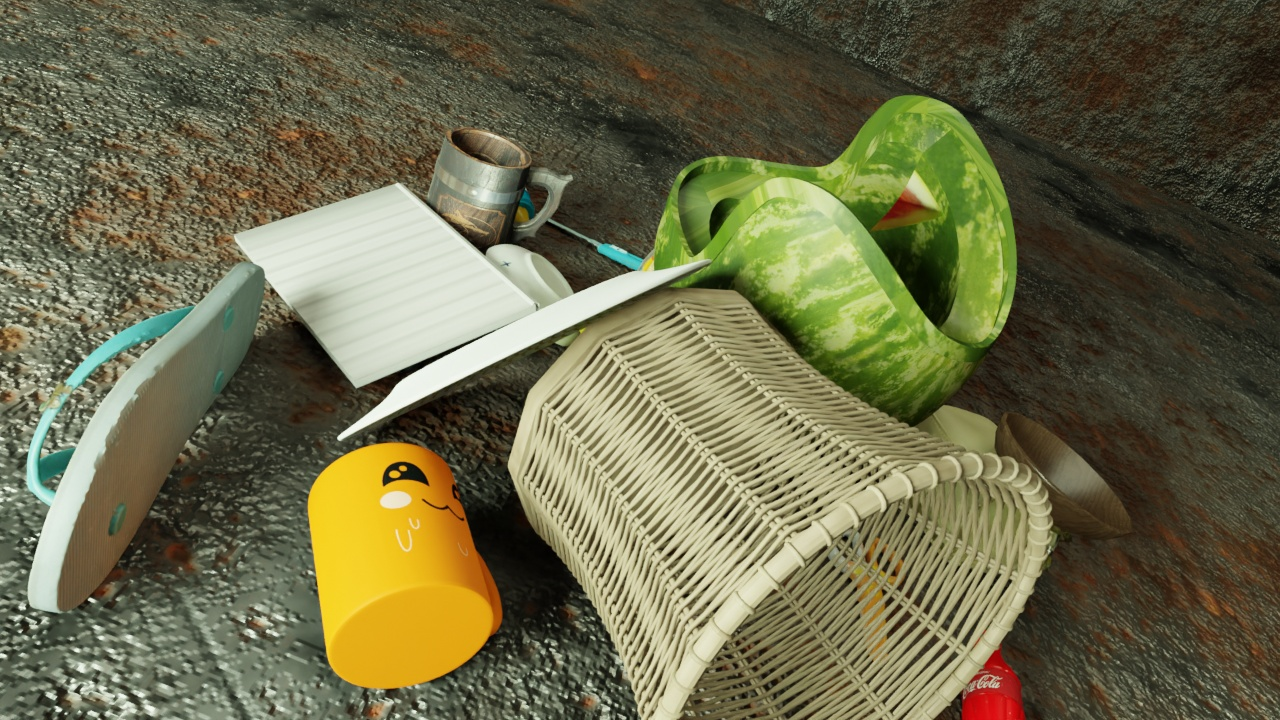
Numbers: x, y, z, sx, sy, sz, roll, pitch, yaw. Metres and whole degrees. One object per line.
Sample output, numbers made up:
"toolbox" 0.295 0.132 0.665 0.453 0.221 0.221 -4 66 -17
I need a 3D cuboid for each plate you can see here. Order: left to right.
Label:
"plate" -0.070 -0.013 0.553 0.241 0.243 0.016 -29 94 -54
"plate" -0.081 -0.060 0.753 0.104 0.026 0.104 45 17 -18

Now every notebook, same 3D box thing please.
"notebook" -0.193 -0.067 0.685 0.142 0.009 0.210 -26 48 -30

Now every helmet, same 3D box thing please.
"helmet" 0.132 -0.052 0.682 0.212 0.248 0.243 -39 107 -35

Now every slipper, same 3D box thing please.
"slipper" -0.264 0.013 0.488 0.054 0.098 0.268 18 30 -12

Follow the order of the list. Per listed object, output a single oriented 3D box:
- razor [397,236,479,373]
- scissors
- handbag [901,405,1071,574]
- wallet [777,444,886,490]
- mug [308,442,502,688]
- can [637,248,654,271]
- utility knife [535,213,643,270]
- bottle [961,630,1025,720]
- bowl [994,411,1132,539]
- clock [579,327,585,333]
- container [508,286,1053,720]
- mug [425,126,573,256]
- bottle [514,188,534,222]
"razor" -0.160 -0.042 0.702 0.067 0.054 0.151 16 37 6
"scissors" 0.157 0.160 0.633 0.064 0.013 0.127 22 29 -1
"handbag" 0.274 0.107 0.738 0.111 0.081 0.119 18 28 -24
"wallet" 0.158 0.066 0.769 0.099 0.031 0.119 18 25 -7
"mug" -0.114 0.110 0.477 0.112 0.078 0.096 40 14 -43
"can" 0.048 -0.052 0.835 0.105 0.068 0.067 32 31 14
"utility knife" -0.029 -0.108 0.925 0.181 0.015 0.022 26 27 9
"bottle" 0.218 0.213 0.569 0.036 0.036 0.118 26 30 4
"bowl" 0.301 0.089 0.671 0.118 0.030 0.117 29 27 -17
"clock" -0.004 0.004 0.724 0.119 0.057 0.083 13 31 -30
"container" 0.056 0.088 0.484 0.226 0.227 0.196 0 31 -35
"mug" -0.128 -0.132 0.797 0.115 0.107 0.080 10 33 -22
"bottle" -0.139 -0.163 0.894 0.051 0.051 0.146 -3 40 -38
